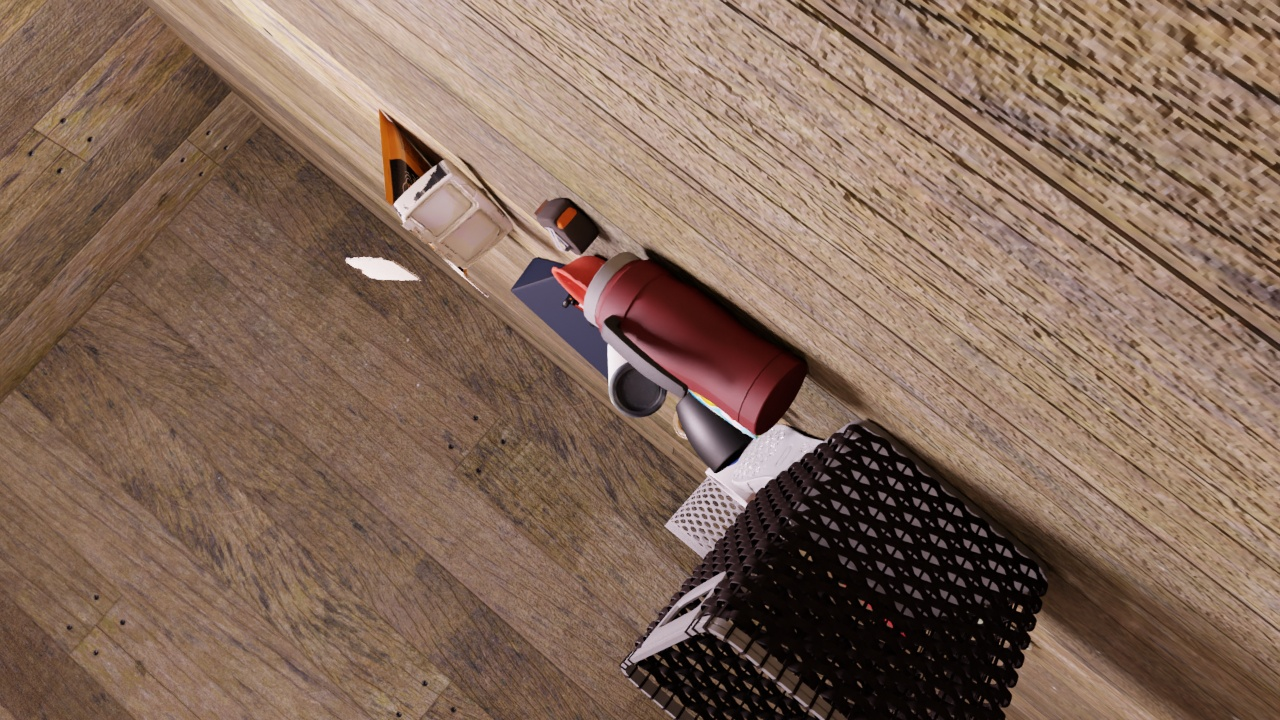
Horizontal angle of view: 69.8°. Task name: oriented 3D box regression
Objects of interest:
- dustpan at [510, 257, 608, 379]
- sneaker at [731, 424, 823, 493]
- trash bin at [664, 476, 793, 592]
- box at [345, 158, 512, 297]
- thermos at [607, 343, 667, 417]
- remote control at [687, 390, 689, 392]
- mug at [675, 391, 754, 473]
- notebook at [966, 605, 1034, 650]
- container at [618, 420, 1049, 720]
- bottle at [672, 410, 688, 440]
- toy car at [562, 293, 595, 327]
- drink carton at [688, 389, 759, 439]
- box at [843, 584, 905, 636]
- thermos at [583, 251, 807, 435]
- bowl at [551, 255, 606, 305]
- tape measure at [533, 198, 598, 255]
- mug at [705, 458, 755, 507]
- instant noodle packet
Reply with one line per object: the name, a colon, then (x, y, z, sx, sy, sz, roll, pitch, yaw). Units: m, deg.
dustpan: (-0.075, -0.062, 1.375, 0.236, 0.080, 0.274, 43, 152, -25)
sneaker: (0.187, 0.136, 1.062, 0.087, 0.089, 0.236, 37, 170, -16)
trash bin: (0.155, 0.232, 1.401, 0.156, 0.183, 0.156, 39, 173, 5)
box: (-0.252, -0.132, 1.161, 0.105, 0.187, 0.143, 54, -172, 35)
thermos: (-0.007, 0.006, 1.102, 0.068, 0.068, 0.230, 41, -171, -10)
remote control: (0.057, 0.012, 1.217, 0.047, 0.022, 0.150, 38, 171, 19)
mug: (0.105, 0.082, 1.215, 0.100, 0.085, 0.118, 50, -154, 15)
notebook: (0.388, 0.286, 1.234, 0.252, 0.010, 0.182, 40, 173, 0)
container: (0.173, 0.238, 0.817, 0.245, 0.242, 0.248, 40, 149, 3)
bottle: (0.096, 0.096, 1.303, 0.056, 0.056, 0.105, 35, -176, 38)
toy car: (-0.063, -0.078, 1.157, 0.051, 0.049, 0.100, 34, -172, -5)
drink carton: (0.103, 0.044, 1.083, 0.129, 0.044, 0.038, 36, 172, 43)
box: (0.307, 0.268, 1.176, 0.158, 0.087, 0.129, 40, 174, 35)
thermos: (0.038, -0.013, 0.817, 0.198, 0.107, 0.084, 35, 135, 24)
bowl: (-0.038, -0.077, 1.045, 0.130, 0.045, 0.130, 39, 173, 5)
tape measure: (-0.076, -0.133, 0.927, 0.059, 0.038, 0.058, 43, 173, -23)
mug: (0.157, 0.151, 1.267, 0.091, 0.090, 0.121, 41, 173, -11)
instant noodle packet: (-0.304, -0.228, 1.295, 0.221, 0.032, 0.159, 52, -158, -59)
